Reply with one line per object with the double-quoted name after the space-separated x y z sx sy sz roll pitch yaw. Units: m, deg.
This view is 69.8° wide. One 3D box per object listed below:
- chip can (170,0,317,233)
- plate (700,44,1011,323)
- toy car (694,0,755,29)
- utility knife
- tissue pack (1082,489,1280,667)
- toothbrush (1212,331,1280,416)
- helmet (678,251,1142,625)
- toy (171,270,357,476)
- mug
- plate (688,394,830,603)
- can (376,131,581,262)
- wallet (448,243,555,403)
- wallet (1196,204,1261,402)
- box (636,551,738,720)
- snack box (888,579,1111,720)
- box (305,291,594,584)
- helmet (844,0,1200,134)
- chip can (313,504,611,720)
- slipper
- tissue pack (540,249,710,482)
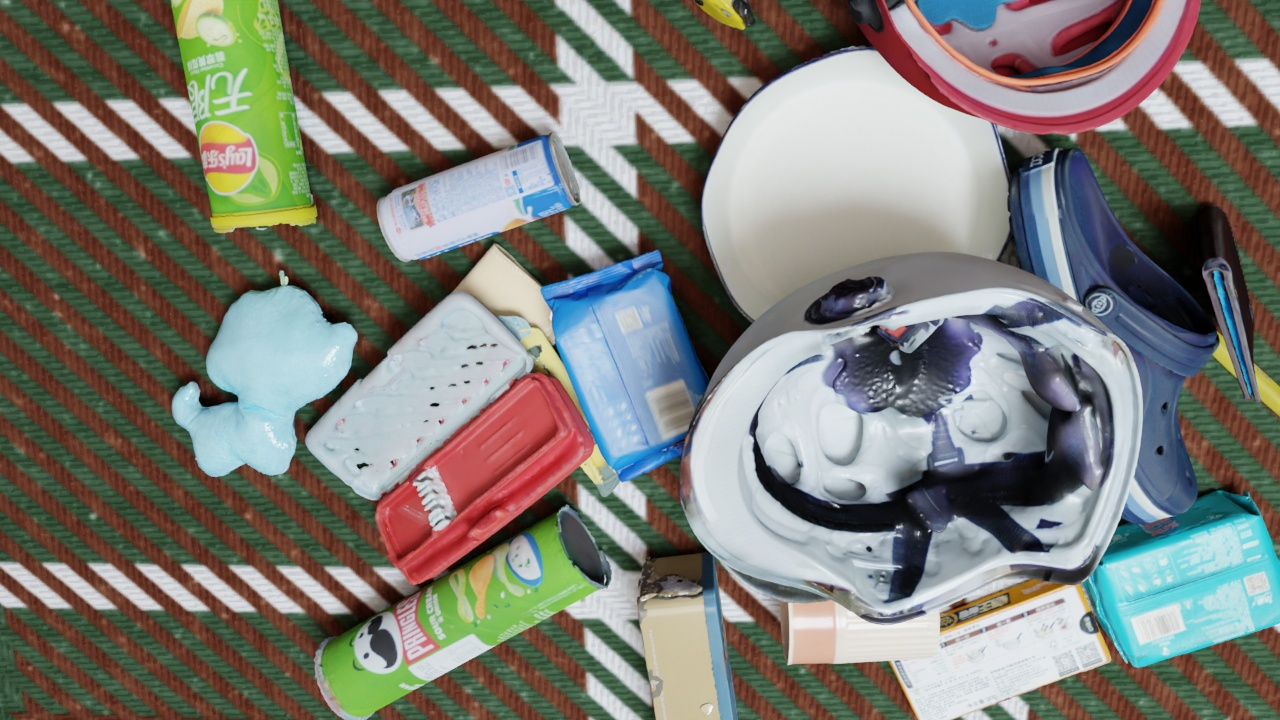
-0.276 -0.202 0.629 0.072 0.072 0.221 -3 103 6 "chip can"
0.146 -0.104 0.628 0.205 0.045 0.205 1 103 5 "plate"
0.019 -0.273 0.583 0.041 0.071 0.156 -37 99 11 "toy car"
-0.057 0.033 0.687 0.031 0.018 0.167 -31 106 -2 "utility knife"
0.396 0.157 0.668 0.133 0.050 0.093 -21 99 10 "tissue pack"
0.388 -0.025 0.640 0.190 0.016 0.016 40 105 -5 "toothbrush"
0.155 0.030 0.565 0.259 0.145 0.229 -12 120 13 "helmet"
-0.286 0.011 0.695 0.161 0.049 0.156 -2 99 11 "toy"
0.158 0.166 0.683 0.106 0.082 0.114 -2 79 4 "mug"
0.110 0.080 0.653 0.179 0.024 0.179 4 77 -19 "plate"
-0.114 -0.113 0.645 0.135 0.053 0.053 -18 102 9 "can"
-0.113 -0.016 0.686 0.087 0.024 0.115 42 102 -9 "wallet"
0.376 -0.040 0.586 0.020 0.122 0.096 -18 104 36 "wallet"
0.041 0.243 0.704 0.062 0.089 0.184 -10 105 6 "box"
0.273 0.223 0.708 0.154 0.026 0.075 -25 101 11 "snack box"
-0.145 0.061 0.681 0.201 0.058 0.161 -39 88 24 "box"
0.204 -0.250 0.534 0.207 0.144 0.240 -19 103 -1 "helmet"
-0.139 0.199 0.718 0.236 0.072 0.072 -30 99 11 "chip can"
0.315 -0.021 0.591 0.095 0.104 0.253 -16 100 43 "slipper"
-0.004 0.004 0.663 0.095 0.052 0.157 -21 104 2 "tissue pack"
